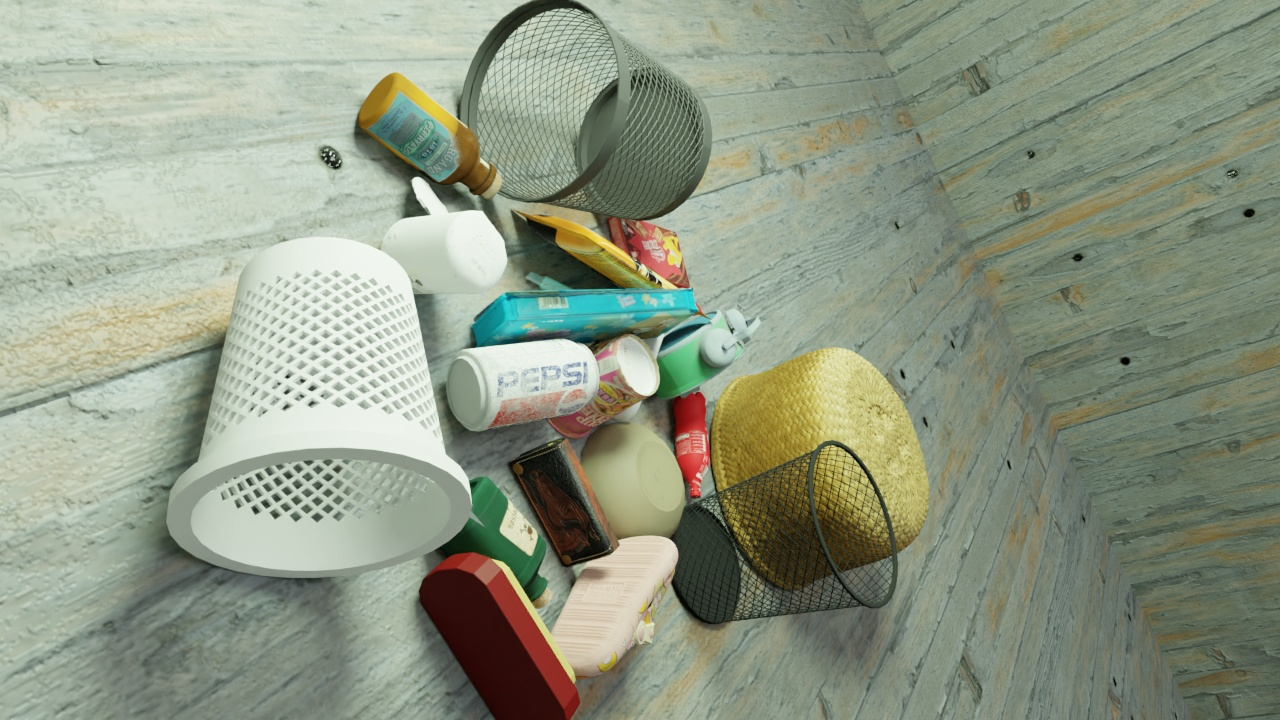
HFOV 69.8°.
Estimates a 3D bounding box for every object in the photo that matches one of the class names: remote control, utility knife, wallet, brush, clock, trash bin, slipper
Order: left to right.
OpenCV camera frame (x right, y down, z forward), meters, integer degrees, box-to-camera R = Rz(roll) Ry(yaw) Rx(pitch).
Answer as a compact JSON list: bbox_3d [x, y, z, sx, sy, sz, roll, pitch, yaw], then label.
[{"bbox_3d":[-0.232,0.028,0.679,0.195,0.196,0.199,26,41,-44],"label":"trash bin"},{"bbox_3d":[-0.115,0.239,0.782,0.173,0.082,0.041,60,34,-8],"label":"brush"},{"bbox_3d":[-0.075,0.141,0.908,0.019,0.072,0.123,-34,99,-56],"label":"wallet"},{"bbox_3d":[-0.088,-0.077,1.076,0.126,0.015,0.022,26,82,-42],"label":"utility knife"},{"bbox_3d":[-0.052,-0.275,1.075,0.227,0.218,0.217,3,67,-57],"label":"trash bin"},{"bbox_3d":[-0.024,0.253,0.909,0.196,0.093,0.081,-47,129,-52],"label":"slipper"},{"bbox_3d":[-0.006,0.006,1.060,0.013,0.043,0.136,42,62,-50],"label":"remote control"},{"bbox_3d":[0.078,-0.011,1.128,0.075,0.162,0.121,59,35,-9],"label":"clock"},{"bbox_3d":[0.154,0.211,1.052,0.184,0.211,0.183,31,47,-40],"label":"trash bin"}]

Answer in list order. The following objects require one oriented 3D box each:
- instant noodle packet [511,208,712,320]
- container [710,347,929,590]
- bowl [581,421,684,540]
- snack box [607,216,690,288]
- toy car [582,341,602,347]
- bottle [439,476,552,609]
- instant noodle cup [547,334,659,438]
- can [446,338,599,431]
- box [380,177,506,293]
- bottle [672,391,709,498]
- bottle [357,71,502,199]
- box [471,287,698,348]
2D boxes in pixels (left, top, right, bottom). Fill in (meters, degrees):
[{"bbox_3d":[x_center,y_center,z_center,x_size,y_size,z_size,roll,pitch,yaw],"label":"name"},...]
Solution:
[{"bbox_3d":[-0.031,-0.111,1.074,0.220,0.160,0.032,30,88,-41],"label":"instant noodle packet"},{"bbox_3d":[0.253,0.140,1.250,0.306,0.197,0.306,30,47,-39],"label":"container"},{"bbox_3d":[0.003,0.137,1.034,0.152,0.051,0.152,31,47,-40],"label":"bowl"},{"bbox_3d":[0.013,-0.145,1.248,0.132,0.021,0.089,8,63,-52],"label":"snack box"},{"bbox_3d":[-0.037,-0.024,1.095,0.112,0.039,0.039,-3,52,-54],"label":"toy car"},{"bbox_3d":[-0.126,0.173,0.826,0.131,0.061,0.061,53,38,-19],"label":"bottle"},{"bbox_3d":[-0.042,0.023,0.992,0.097,0.109,0.097,31,48,-41],"label":"instant noodle cup"},{"bbox_3d":[-0.114,0.022,0.897,0.135,0.078,0.078,-8,76,-40],"label":"can"},{"bbox_3d":[-0.187,-0.125,0.892,0.083,0.140,0.141,52,49,-44],"label":"box"},{"bbox_3d":[0.065,0.104,1.147,0.042,0.042,0.141,28,49,-42],"label":"bottle"},{"bbox_3d":[-0.209,-0.223,0.950,0.157,0.068,0.067,35,44,-37],"label":"bottle"},{"bbox_3d":[-0.056,-0.047,0.963,0.226,0.094,0.041,-5,76,-31],"label":"box"}]
